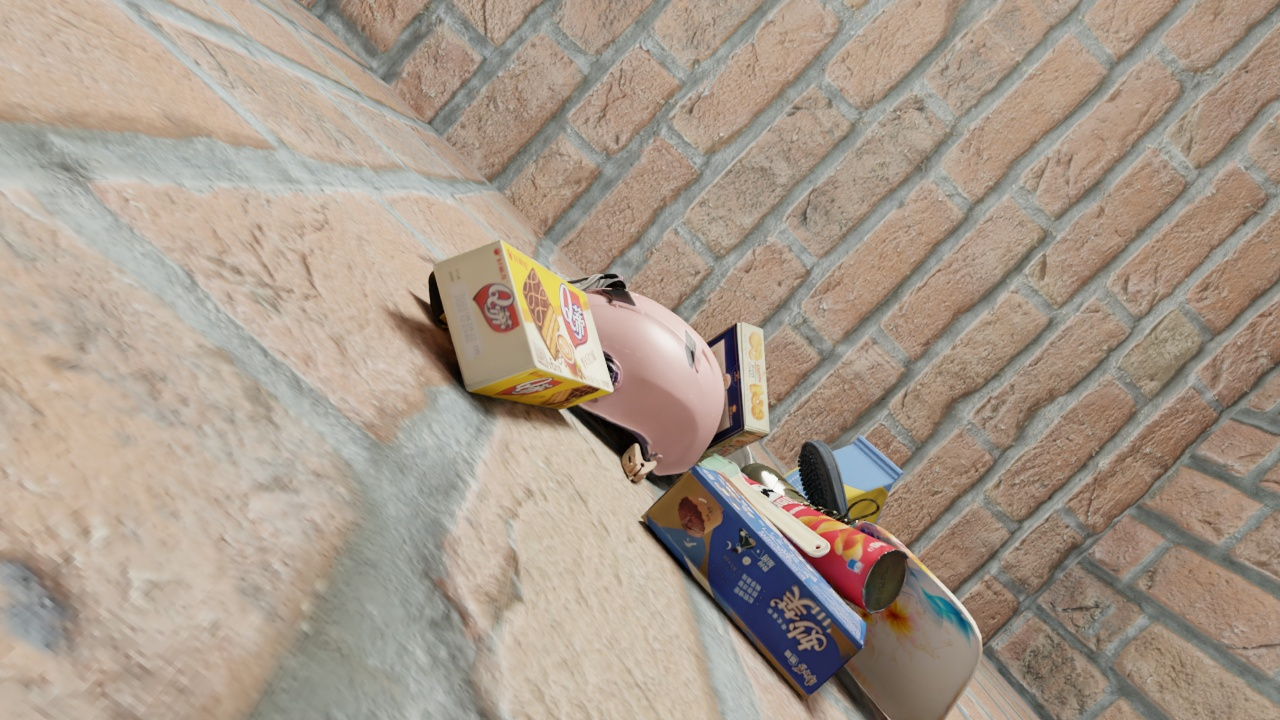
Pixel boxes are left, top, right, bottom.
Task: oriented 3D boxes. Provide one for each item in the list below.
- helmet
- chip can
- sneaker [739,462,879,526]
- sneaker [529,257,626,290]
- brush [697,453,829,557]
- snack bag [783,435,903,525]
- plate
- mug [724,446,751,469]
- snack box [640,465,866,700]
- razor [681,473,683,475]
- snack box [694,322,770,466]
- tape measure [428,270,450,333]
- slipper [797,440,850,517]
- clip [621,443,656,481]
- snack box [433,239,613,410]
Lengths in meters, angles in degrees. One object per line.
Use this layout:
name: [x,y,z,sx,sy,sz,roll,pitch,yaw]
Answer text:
helmet: [-0.006,0.006,1.057,0.255,0.152,0.230,42,5,8]
chip can: [0.169,0.188,0.967,0.073,0.073,0.233,41,-12,-37]
sneaker: [0.202,0.203,1.064,0.238,0.100,0.143,51,-36,17]
sneaker: [-0.089,-0.089,1.303,0.263,0.129,0.096,45,4,35]
brush: [0.127,0.150,0.970,0.218,0.033,0.012,35,-30,55]
snack bag: [0.274,0.206,1.325,0.102,0.205,0.159,43,5,-16]
plate: [0.261,0.274,0.942,0.016,0.187,0.187,-12,43,-32]
mug: [0.122,0.161,1.299,0.087,0.081,0.114,51,25,-78]
snack box: [0.108,0.194,0.837,0.202,0.069,0.155,46,5,16]
razor: [0.045,0.105,1.210,0.057,0.060,0.156,-21,77,-38]
snack box: [0.096,0.047,1.140,0.042,0.145,0.144,16,60,-30]
tape measure: [-0.161,-0.046,0.826,0.064,0.037,0.065,36,23,-45]
slipper: [0.229,0.237,1.193,0.101,0.082,0.263,179,-102,-76]
clip: [-0.006,0.103,0.937,0.039,0.024,0.060,45,8,9]
snack box: [-0.095,-0.023,0.808,0.230,0.062,0.110,26,46,-75]
